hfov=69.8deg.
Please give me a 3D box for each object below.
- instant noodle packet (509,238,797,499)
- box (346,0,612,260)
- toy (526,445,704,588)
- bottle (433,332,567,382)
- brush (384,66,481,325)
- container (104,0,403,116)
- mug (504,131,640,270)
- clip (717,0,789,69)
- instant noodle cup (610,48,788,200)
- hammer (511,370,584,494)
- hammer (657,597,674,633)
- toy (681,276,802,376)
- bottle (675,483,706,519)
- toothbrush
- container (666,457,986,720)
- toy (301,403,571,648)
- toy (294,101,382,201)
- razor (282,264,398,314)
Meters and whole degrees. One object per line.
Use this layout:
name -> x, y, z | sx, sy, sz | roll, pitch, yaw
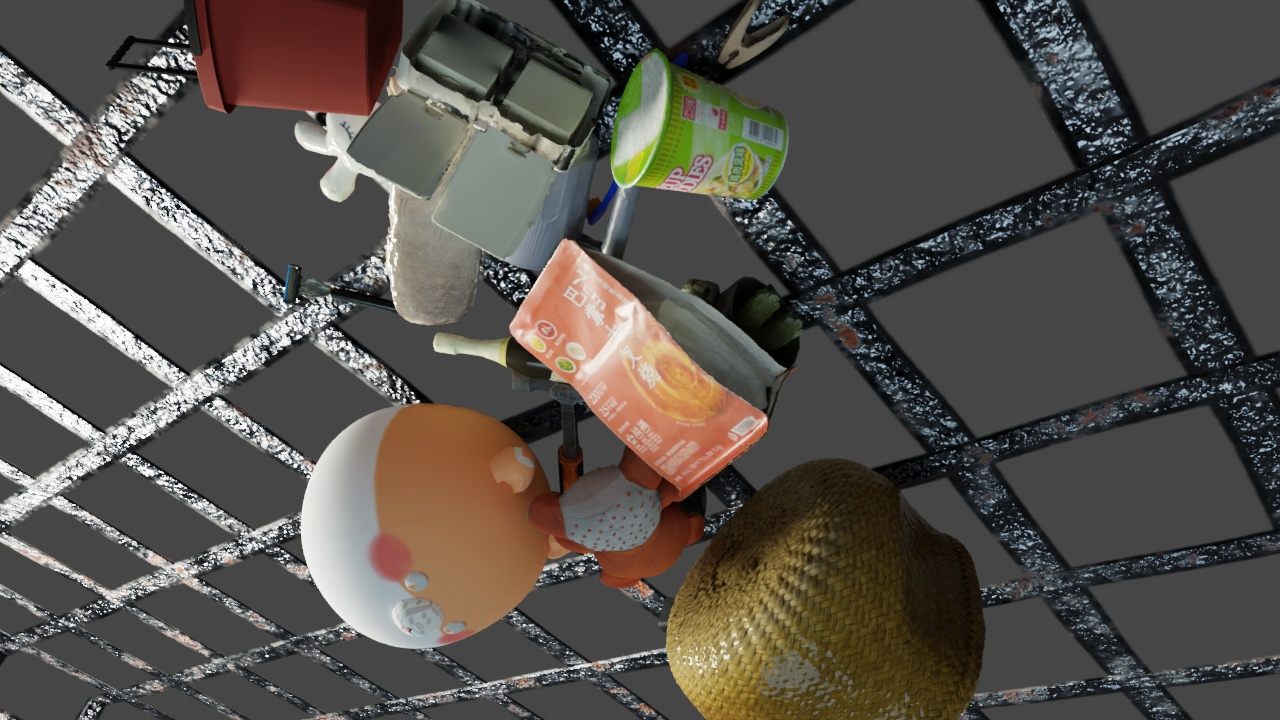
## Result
instant noodle packet -> -0.005, 0.005, 0.787 | 0.221, 0.083, 0.165 | 35, 144, -5
box -> -0.113, -0.172, 0.659 | 0.143, 0.183, 0.050 | 28, 143, -7
toy -> -0.014, 0.160, 0.942 | 0.164, 0.092, 0.172 | -32, 134, 4
bottle -> -0.121, -0.007, 0.932 | 0.184, 0.045, 0.045 | 8, 137, 8
brush -> -0.178, -0.134, 0.794 | 0.083, 0.056, 0.272 | -2, 141, -16
container -> -0.280, -0.253, 0.649 | 0.201, 0.147, 0.127 | 9, 139, -6
mug -> -0.063, -0.131, 0.752 | 0.124, 0.083, 0.104 | 26, 136, 8
clip -> 0.083, -0.230, 0.657 | 0.041, 0.024, 0.061 | 26, 145, -8
instant noodle cup -> 0.046, -0.164, 0.677 | 0.108, 0.098, 0.099 | 10, 141, -23
hammer -> -0.068, 0.122, 1.062 | 0.138, 0.034, 0.315 | 9, 138, 6
hammer -> 0.162, 0.318, 1.154 | 0.334, 0.117, 0.025 | -15, 128, 36
toy -> 0.073, -0.019, 0.839 | 0.153, 0.078, 0.179 | -21, 126, 43
bottle -> 0.043, 0.156, 1.043 | 0.061, 0.061, 0.131 | 1, 135, 12
toothbrush -> -0.007, -0.176, 0.744 | 0.018, 0.016, 0.183 | 51, 136, 16
container -> 0.169, 0.255, 0.928 | 0.196, 0.305, 0.308 | 40, 134, -7
toy -> -0.220, 0.177, 0.998 | 0.281, 0.265, 0.263 | -14, 128, 15
toy -> -0.243, -0.186, 0.787 | 0.123, 0.037, 0.079 | -19, 120, 29
razor -> -0.293, -0.064, 0.945 | 0.144, 0.022, 0.043 | 13, 98, -2
